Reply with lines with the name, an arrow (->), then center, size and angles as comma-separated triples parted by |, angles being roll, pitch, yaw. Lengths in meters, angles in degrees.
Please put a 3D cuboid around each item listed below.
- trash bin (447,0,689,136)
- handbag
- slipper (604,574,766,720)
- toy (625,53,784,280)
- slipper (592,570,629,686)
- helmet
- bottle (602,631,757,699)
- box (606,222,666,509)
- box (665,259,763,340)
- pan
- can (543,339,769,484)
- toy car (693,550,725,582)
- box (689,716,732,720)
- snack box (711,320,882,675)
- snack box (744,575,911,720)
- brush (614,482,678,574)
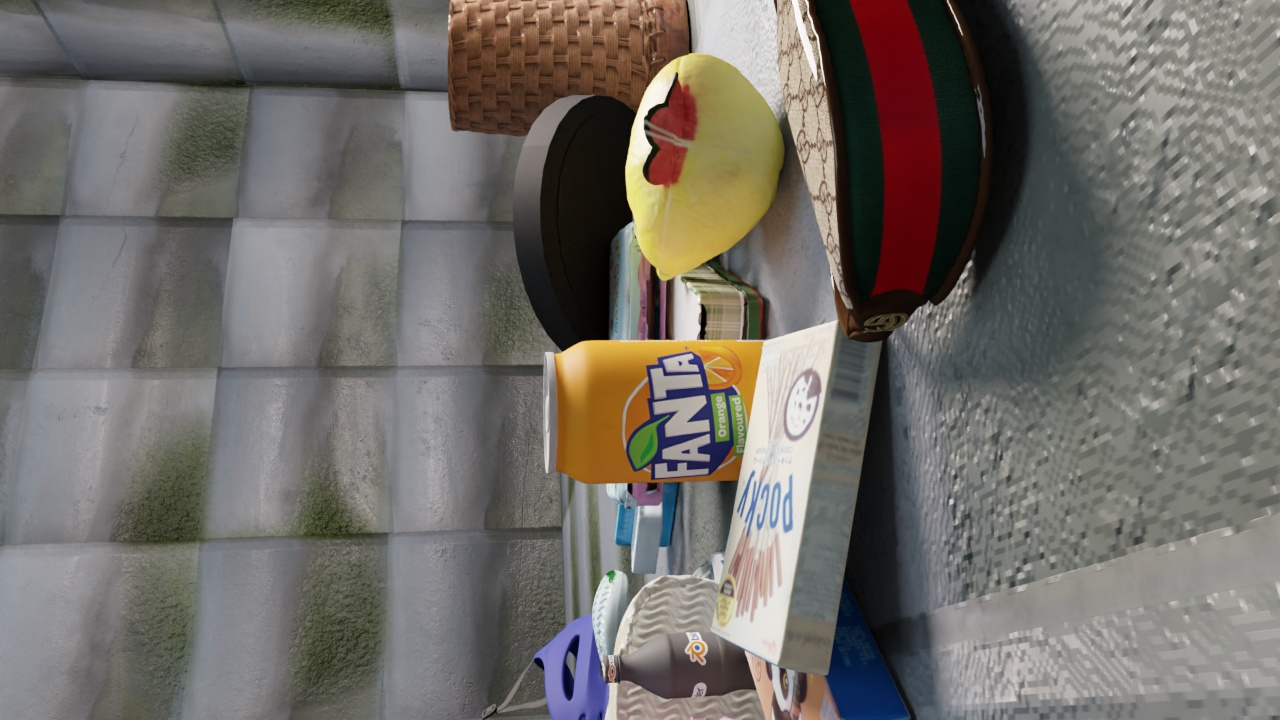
trash bin -> -0.070, -0.275, 0.864 | 0.151, 0.210, 0.151 | 179, 91, -82
handbag -> 0.085, -0.090, 0.370 | 0.138, 0.063, 0.166 | 85, 179, -56
slipper -> 0.028, 0.265, 0.541 | 0.054, 0.114, 0.272 | 101, 171, -60
toy -> 0.038, -0.117, 0.582 | 0.207, 0.092, 0.134 | -49, -31, -89
slipper -> 0.014, 0.302, 0.816 | 0.104, 0.074, 0.245 | 149, 104, -81
helmet -> -0.081, 0.369, 0.943 | 0.148, 0.228, 0.241 | 60, -176, -18
bottle -> 0.033, 0.176, 0.531 | 0.036, 0.110, 0.036 | 178, 91, -82
box -> -0.004, 0.004, 0.697 | 0.076, 0.036, 0.214 | 155, 116, -81
box -> 0.042, -0.013, 0.677 | 0.205, 0.050, 0.118 | -124, 37, -74
pan -> -0.015, -0.044, 0.782 | 0.224, 0.034, 0.356 | -31, -64, -56
can -> 0.019, 0.028, 0.511 | 0.079, 0.142, 0.079 | 178, 91, -82
toy car -> 0.054, 0.166, 0.674 | 0.090, 0.027, 0.038 | 107, 163, -63
box -> 0.045, 0.257, 0.365 | 0.230, 0.076, 0.085 | 53, 131, 51
snack box -> 0.071, 0.060, 0.424 | 0.082, 0.026, 0.150 | 158, 125, -72
snack box -> 0.083, 0.148, 0.457 | 0.151, 0.034, 0.087 | -106, 19, -60
brush -> 0.007, 0.133, 0.882 | 0.075, 0.055, 0.136 | -95, 8, -56
